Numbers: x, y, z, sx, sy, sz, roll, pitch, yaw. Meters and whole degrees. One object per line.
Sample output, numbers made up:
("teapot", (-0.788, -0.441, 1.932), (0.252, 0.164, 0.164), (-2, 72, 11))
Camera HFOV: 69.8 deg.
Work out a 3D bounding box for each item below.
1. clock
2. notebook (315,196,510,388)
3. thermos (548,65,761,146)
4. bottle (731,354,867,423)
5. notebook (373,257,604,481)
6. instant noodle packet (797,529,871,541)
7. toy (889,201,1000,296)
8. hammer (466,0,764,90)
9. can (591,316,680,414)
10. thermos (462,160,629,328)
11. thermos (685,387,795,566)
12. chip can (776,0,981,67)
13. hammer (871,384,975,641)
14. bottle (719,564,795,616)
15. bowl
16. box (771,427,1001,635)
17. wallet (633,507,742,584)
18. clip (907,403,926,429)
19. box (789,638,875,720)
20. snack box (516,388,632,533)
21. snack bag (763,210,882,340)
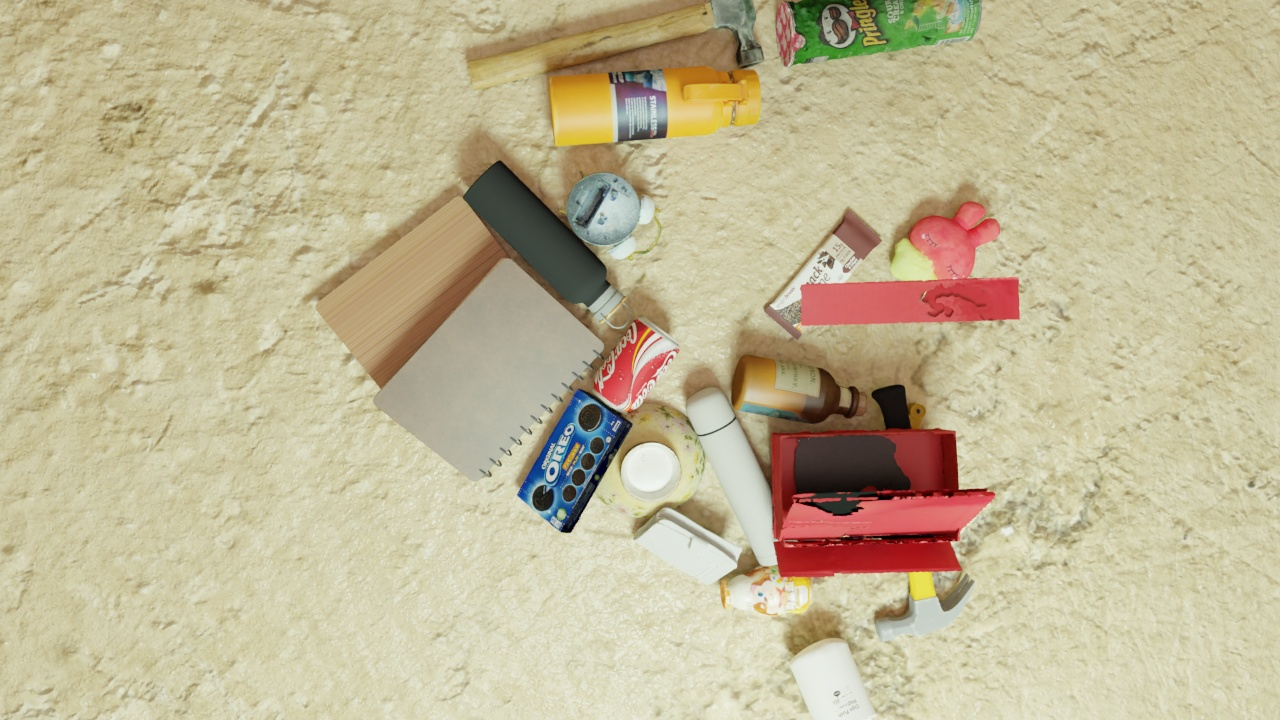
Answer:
("clock", (-0.031, -0.164, 1.048), (0.117, 0.057, 0.083), (30, 93, -8))
("notebook", (-0.238, -0.060, 1.061), (0.210, 0.022, 0.169), (-37, 98, 0))
("thermos", (0.017, -0.282, 1.021), (0.232, 0.091, 0.076), (-5, 125, -4))
("bottle", (0.191, 0.039, 1.087), (0.157, 0.068, 0.068), (10, 96, -6))
("notebook", (-0.169, 0.016, 1.056), (0.167, 0.024, 0.225), (42, 94, -20))
("instant noodle packet", (0.233, 0.169, 1.123), (0.098, 0.040, 0.135), (-10, 97, -11))
("toy", (0.362, -0.132, 1.091), (0.135, 0.045, 0.091), (-35, 101, 6))
("hammer", (-0.032, -0.364, 1.037), (0.330, 0.033, 0.132), (-15, 100, -3))
("can", (-0.006, 0.006, 1.068), (0.064, 0.064, 0.105), (35, 93, -8))
("thermos", (-0.097, -0.123, 1.045), (0.061, 0.061, 0.231), (-45, 98, 1))
("thermos", (0.120, 0.138, 1.101), (0.052, 0.052, 0.224), (-26, 99, -1))
("chip can", (0.270, -0.383, 1.039), (0.223, 0.075, 0.075), (-10, 98, -4))
("hammer", (0.331, 0.186, 1.124), (0.127, 0.029, 0.324), (-12, 102, -1))
("bottle", (0.153, 0.280, 1.116), (0.109, 0.063, 0.063), (-4, 97, -4))
("bowl", (0.009, 0.126, 1.084), (0.145, 0.063, 0.145), (-1, 98, -5))
("box", (0.265, 0.311, 0.981), (0.215, 0.141, 0.510), (-1, 71, -1))
("wallet", (0.055, 0.228, 1.099), (0.116, 0.032, 0.086), (28, 136, -7))
("clip", (0.334, 0.077, 1.124), (0.054, 0.044, 0.050), (20, 120, -6))
("box", (0.242, 0.422, 1.143), (0.083, 0.143, 0.137), (-19, 68, -5))
("snack box", (-0.078, 0.116, 1.071), (0.082, 0.027, 0.150), (31, 93, 34))
("snack bag", (0.219, -0.102, 1.099), (0.057, 0.013, 0.158), (41, 92, -7))
